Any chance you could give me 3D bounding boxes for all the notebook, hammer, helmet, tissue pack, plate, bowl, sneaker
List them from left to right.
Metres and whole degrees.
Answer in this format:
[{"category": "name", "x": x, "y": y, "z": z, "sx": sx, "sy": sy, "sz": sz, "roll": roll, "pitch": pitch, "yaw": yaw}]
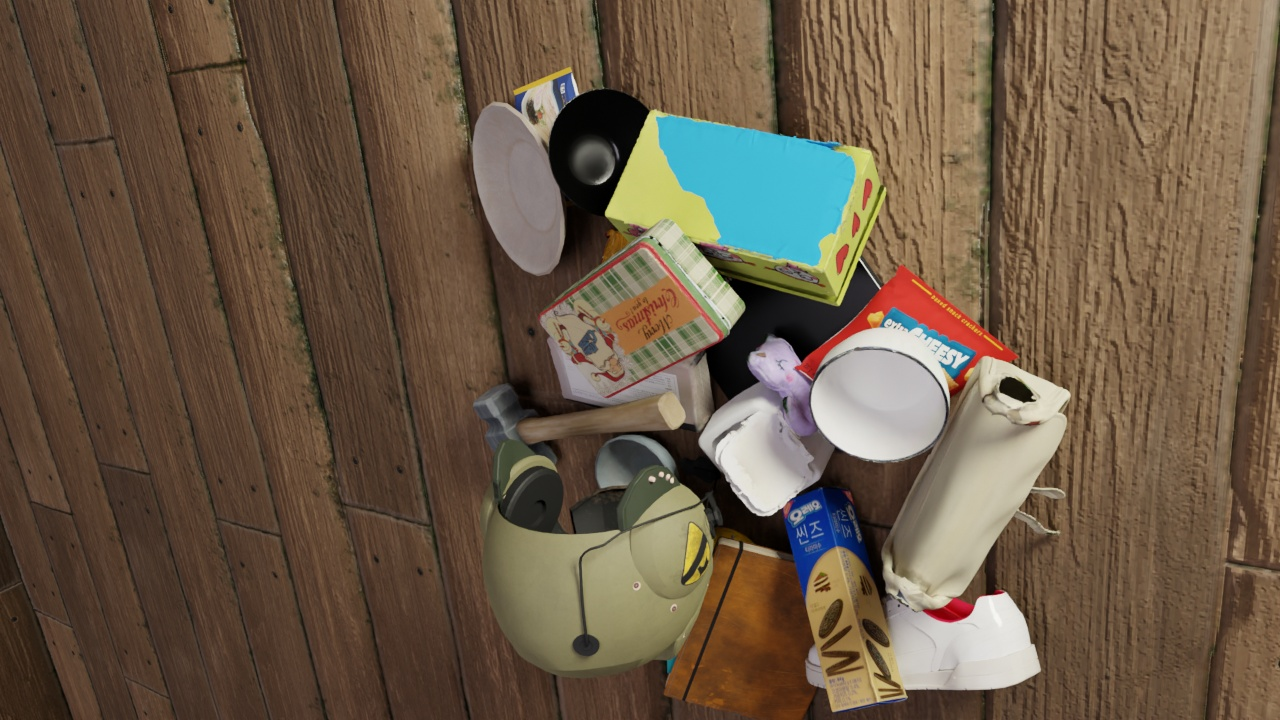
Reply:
[{"category": "plate", "x": -0.125, "y": -0.186, "z": 0.995, "sx": 0.189, "sy": 0.027, "sz": 0.189, "roll": 37, "pitch": 139, "yaw": 41}, {"category": "hammer", "x": -0.069, "y": 0.070, "z": 1.015, "sx": 0.324, "sy": 0.051, "sz": 0.117, "roll": -12, "pitch": 113, "yaw": 50}, {"category": "bowl", "x": -0.041, "y": -0.205, "z": 0.923, "sx": 0.052, "sy": 0.124, "sz": 0.124, "roll": 12, "pitch": 119, "yaw": 67}, {"category": "helmet", "x": -0.034, "y": 0.189, "z": 0.909, "sx": 0.251, "sy": 0.254, "sz": 0.233, "roll": 6, "pitch": 107, "yaw": 34}, {"category": "tissue pack", "x": -0.006, "y": 0.006, "z": 0.998, "sx": 0.182, "sy": 0.071, "sz": 0.104, "roll": 13, "pitch": 130, "yaw": 32}, {"category": "bowl", "x": 0.002, "y": 0.129, "z": 1.048, "sx": 0.106, "sy": 0.039, "sz": 0.106, "roll": 13, "pitch": 115, "yaw": 30}, {"category": "notebook", "x": 0.121, "y": 0.307, "z": 1.003, "sx": 0.178, "sy": 0.014, "sz": 0.250, "roll": 15, "pitch": 119, "yaw": -1}, {"category": "notebook", "x": 0.143, "y": -0.035, "z": 0.903, "sx": 0.207, "sy": 0.016, "sz": 0.149, "roll": -36, "pitch": 87, "yaw": 38}, {"category": "bowl", "x": 0.206, "y": 0.023, "z": 0.784, "sx": 0.116, "sy": 0.065, "sz": 0.116, "roll": 11, "pitch": 125, "yaw": 16}, {"category": "sneaker", "x": 0.262, "y": 0.265, "z": 0.905, "sx": 0.237, "sy": 0.090, "sz": 0.104, "roll": -21, "pitch": 75, "yaw": 45}]

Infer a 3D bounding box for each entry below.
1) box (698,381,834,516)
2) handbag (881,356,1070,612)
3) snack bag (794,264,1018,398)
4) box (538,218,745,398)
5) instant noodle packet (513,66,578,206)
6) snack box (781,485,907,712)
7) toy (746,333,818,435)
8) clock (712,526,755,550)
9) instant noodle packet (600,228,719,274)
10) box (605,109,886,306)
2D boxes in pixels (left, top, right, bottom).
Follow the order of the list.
[{"category": "box", "x": 0.113, "y": 0.102, "z": 0.894, "sx": 0.110, "sy": 0.129, "sz": 0.103, "roll": 46, "pitch": 130, "yaw": -9}, {"category": "handbag", "x": 0.293, "y": 0.113, "z": 0.761, "sx": 0.132, "sy": 0.183, "sz": 0.229, "roll": 26, "pitch": 114, "yaw": 20}, {"category": "snack bag", "x": 0.235, "y": 0.000, "z": 0.825, "sx": 0.131, "sy": 0.039, "sz": 0.144, "roll": 37, "pitch": 127, "yaw": -7}, {"category": "box", "x": -0.006, "y": -0.042, "z": 0.859, "sx": 0.117, "sy": 0.050, "sz": 0.206, "roll": 48, "pitch": 142, "yaw": -13}, {"category": "instant noodle packet", "x": -0.086, "y": -0.232, "z": 0.975, "sx": 0.087, "sy": 0.026, "sz": 0.134, "roll": -6, "pitch": 105, "yaw": 41}, {"category": "snack box", "x": 0.194, "y": 0.227, "z": 0.888, "sx": 0.056, "sy": 0.057, "sz": 0.206, "roll": -31, "pitch": 61, "yaw": 39}, {"category": "toy", "x": 0.141, "y": 0.024, "z": 0.871, "sx": 0.037, "sy": 0.080, "sz": 0.099, "roll": -38, "pitch": 92, "yaw": 36}, {"category": "clock", "x": 0.080, "y": 0.254, "z": 1.038, "sx": 0.152, "sy": 0.051, "sz": 0.113, "roll": -41, "pitch": 83, "yaw": 34}, {"category": "instant noodle packet", "x": 0.011, "y": -0.075, "z": 0.945, "sx": 0.135, "sy": 0.039, "sz": 0.098, "roll": 21, "pitch": 102, "yaw": 33}, {"category": "box", "x": 0.093, "y": -0.140, "z": 0.825, "sx": 0.221, "sy": 0.082, "sz": 0.124, "roll": 17, "pitch": 80, "yaw": 25}]
